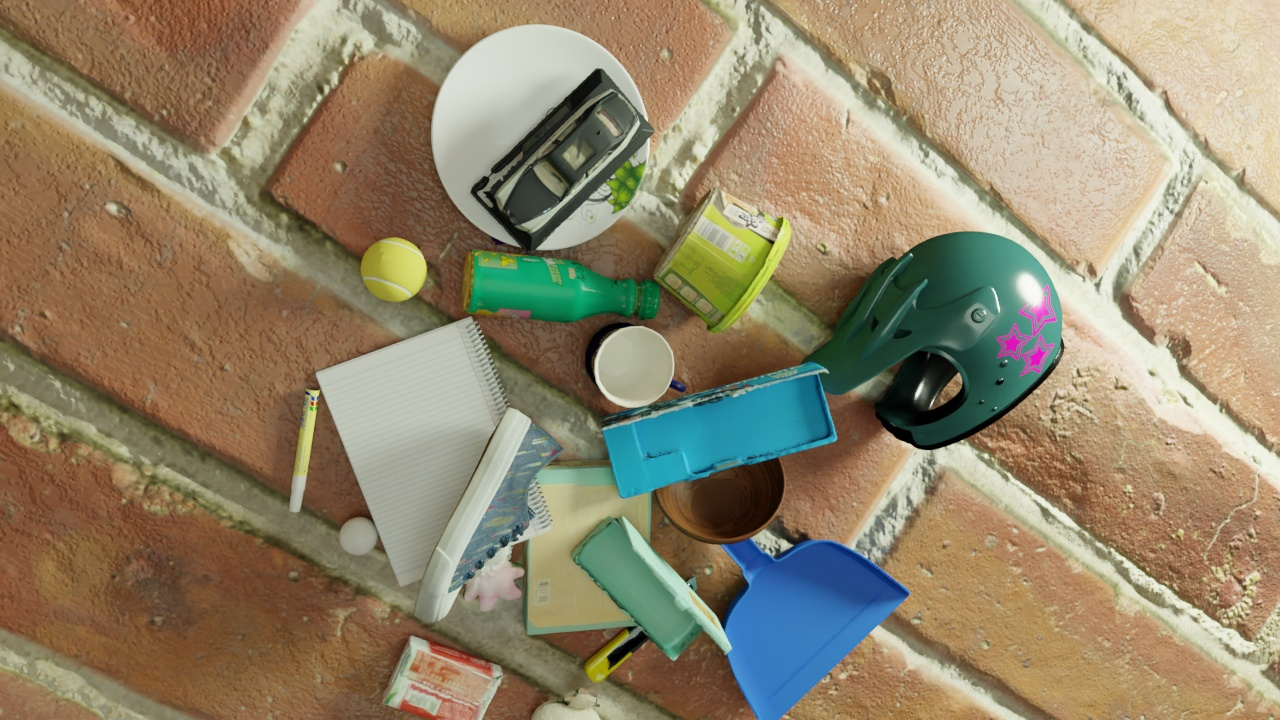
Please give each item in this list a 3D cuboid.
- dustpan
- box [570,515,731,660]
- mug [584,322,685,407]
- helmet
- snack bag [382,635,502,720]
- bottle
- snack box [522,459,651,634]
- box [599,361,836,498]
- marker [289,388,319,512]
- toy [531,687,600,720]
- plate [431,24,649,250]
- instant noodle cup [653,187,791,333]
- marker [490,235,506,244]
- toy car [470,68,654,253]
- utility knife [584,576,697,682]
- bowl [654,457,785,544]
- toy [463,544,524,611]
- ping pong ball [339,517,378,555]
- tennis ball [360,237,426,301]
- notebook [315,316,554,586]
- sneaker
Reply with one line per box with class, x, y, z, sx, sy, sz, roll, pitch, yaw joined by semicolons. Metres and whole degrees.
dustpan;0.159;0.272;1.103;0.245;0.059;0.257;-41;87;-7
box;0.018;0.261;1.007;0.077;0.093;0.188;-43;111;-11
mug;-0.006;0.006;1.004;0.112;0.089;0.085;25;92;-17
helmet;0.334;-0.030;1.049;0.275;0.176;0.200;-42;111;10
snack bag;-0.223;0.365;1.032;0.116;0.036;0.077;25;91;-17
bottle;-0.083;-0.074;0.982;0.209;0.068;0.068;5;97;-15
snack box;-0.061;0.211;1.046;0.141;0.044;0.193;-1;99;-15
box;0.082;0.071;0.965;0.243;0.115;0.094;-15;84;1
marker;-0.355;0.095;0.967;0.014;0.014;0.132;9;96;-16
toy;-0.084;0.425;1.071;0.087;0.050;0.112;23;89;-17
plate;-0.105;-0.233;0.971;0.229;0.030;0.229;-2;99;-14
instant noodle cup;0.083;-0.112;0.987;0.098;0.146;0.146;32;89;-6
marker;-0.096;-0.144;0.995;0.133;0.015;0.018;-10;81;-13
toy car;-0.073;-0.205;0.931;0.191;0.071;0.094;-44;104;-3
utility knife;0.004;0.319;1.094;0.172;0.020;0.029;-40;108;-7
bowl;0.089;0.150;1.051;0.147;0.069;0.147;-1;58;1
toy;-0.176;0.224;1.016;0.095;0.041;0.109;-28;93;-3
ping pong ball;-0.301;0.188;0.981;0.040;0.040;0.040;-2;99;-14
tennis ball;-0.252;-0.093;0.937;0.065;0.065;0.065;-2;99;-14
notebook;-0.216;0.097;0.978;0.178;0.013;0.245;-20;96;-3
sneaker;-0.155;0.168;0.940;0.079;0.087;0.235;26;90;-7
